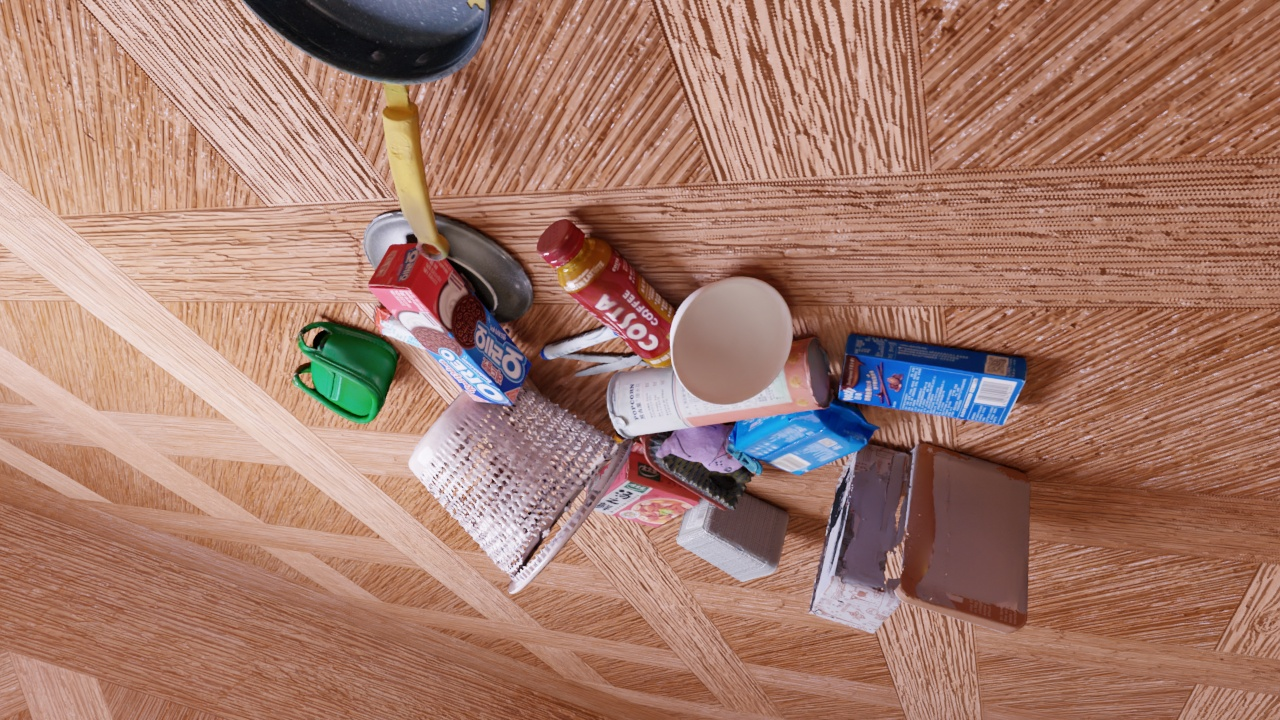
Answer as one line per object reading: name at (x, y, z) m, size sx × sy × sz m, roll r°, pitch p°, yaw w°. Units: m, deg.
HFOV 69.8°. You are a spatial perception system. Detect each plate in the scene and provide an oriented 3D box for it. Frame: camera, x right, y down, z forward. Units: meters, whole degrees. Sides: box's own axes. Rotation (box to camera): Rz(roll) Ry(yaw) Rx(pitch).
plate at (-0.195, -0.082, 0.921) m, size 0.179 × 0.024 × 0.180 m, roll 12°, pitch 149°, yaw 7°

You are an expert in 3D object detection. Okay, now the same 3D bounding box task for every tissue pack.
tissue pack at (0.170, 0.072, 0.970) m, size 0.095 × 0.052 × 0.158 m, roll 25°, pitch 149°, yaw -18°

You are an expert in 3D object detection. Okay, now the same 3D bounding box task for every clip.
clip at (0.118, 0.110, 1.016) m, size 0.049 × 0.015 × 0.057 m, roll 22°, pitch -167°, yaw -29°

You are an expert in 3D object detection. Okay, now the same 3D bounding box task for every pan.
pan at (-0.182, -0.210, 0.649) m, size 0.198 × 0.078 × 0.358 m, roll 10°, pitch 149°, yaw 12°

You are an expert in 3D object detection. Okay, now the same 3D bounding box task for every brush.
brush at (0.061, 0.123, 1.106) m, size 0.145 × 0.063 × 0.069 m, roll 31°, pitch 176°, yaw -23°

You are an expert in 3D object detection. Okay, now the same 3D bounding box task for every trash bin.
trash bin at (-0.150, 0.122, 1.068) m, size 0.192 × 0.226 × 0.228 m, roll 40°, pitch 147°, yaw -4°

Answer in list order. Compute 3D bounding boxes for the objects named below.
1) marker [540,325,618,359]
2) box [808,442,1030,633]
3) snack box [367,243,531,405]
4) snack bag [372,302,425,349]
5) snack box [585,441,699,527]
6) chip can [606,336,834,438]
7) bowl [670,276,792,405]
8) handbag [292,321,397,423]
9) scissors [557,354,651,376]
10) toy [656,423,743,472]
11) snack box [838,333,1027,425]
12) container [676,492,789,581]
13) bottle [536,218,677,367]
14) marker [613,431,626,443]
marker at (-0.055, -0.022, 0.959) m, size 0.146 × 0.016 × 0.017 m, roll -16°, pitch 137°, yaw 43°
box at (0.306, 0.200, 0.995) m, size 0.193 × 0.182 × 0.157 m, roll 16°, pitch 151°, yaw 6°
snack box at (-0.184, -0.032, 0.919) m, size 0.057 × 0.058 × 0.207 m, roll 4°, pitch 148°, yaw 27°
snack bag at (-0.254, -0.033, 1.029) m, size 0.104 × 0.026 × 0.048 m, roll 21°, pitch 156°, yaw -9°
snack box at (0.008, 0.162, 1.172) m, size 0.113 × 0.044 × 0.127 m, roll 20°, pitch 143°, yaw -25°
chip can at (0.076, 0.028, 0.904) m, size 0.215 × 0.071 × 0.071 m, roll -11°, pitch 141°, yaw 28°
bowl at (0.071, -0.026, 0.831) m, size 0.118 × 0.118 × 0.065 m, roll 34°, pitch -175°, yaw -28°
handbag at (-0.363, 0.015, 1.121) m, size 0.120 × 0.067 × 0.132 m, roll 23°, pitch 149°, yaw -9°
scissors at (-0.007, -0.001, 0.977) m, size 0.159 × 0.014 × 0.171 m, roll 21°, pitch 151°, yaw -5°
toy at (0.081, 0.091, 1.046) m, size 0.108 × 0.039 × 0.084 m, roll 25°, pitch 105°, yaw -24°
snack box at (0.268, 0.018, 0.857) m, size 0.157 × 0.026 × 0.085 m, roll 9°, pitch 149°, yaw 13°
container at (0.119, 0.224, 1.213) m, size 0.114 × 0.090 × 0.090 m, roll 30°, pitch 147°, yaw -16°
bottle at (-0.023, -0.060, 0.838) m, size 0.058 × 0.057 × 0.175 m, roll -12°, pitch 140°, yaw 40°
marker at (-0.018, 0.082, 1.118) m, size 0.018 × 0.015 × 0.124 m, roll 19°, pitch 147°, yaw -1°
